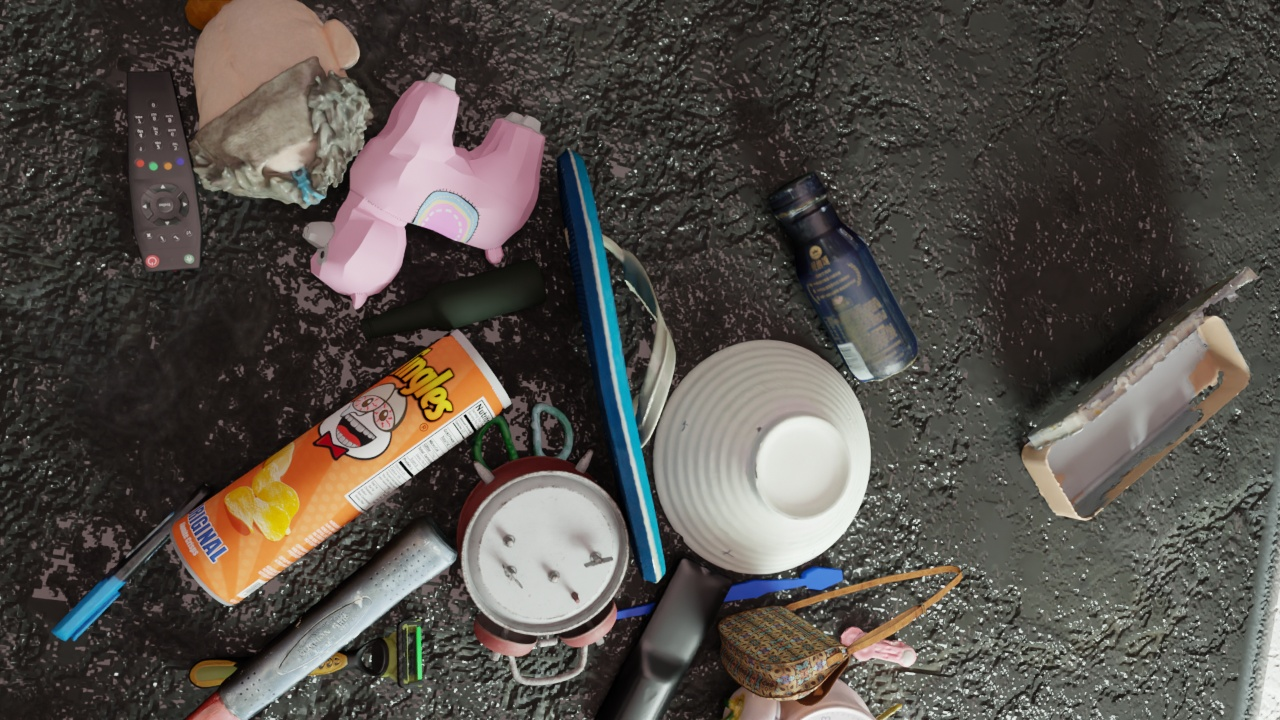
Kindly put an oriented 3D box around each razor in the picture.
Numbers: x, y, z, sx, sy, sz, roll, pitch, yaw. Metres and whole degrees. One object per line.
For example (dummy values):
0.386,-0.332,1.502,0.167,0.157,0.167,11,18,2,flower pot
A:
-0.217,0.198,0.600,0.144,0.021,0.044,-1,74,-16,razor

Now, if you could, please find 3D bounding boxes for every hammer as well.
-0.257,0.204,0.562,0.326,0.036,0.140,-38,103,-5,hammer

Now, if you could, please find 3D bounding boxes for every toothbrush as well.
0.063,0.175,0.686,0.186,0.011,0.016,-7,92,-12,toothbrush

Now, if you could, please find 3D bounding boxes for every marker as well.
-0.315,0.125,0.574,0.015,0.018,0.123,46,79,-17,marker

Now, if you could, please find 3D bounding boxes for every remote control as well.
0.017,0.212,0.661,0.045,0.021,0.140,28,88,-15,remote control
-0.301,-0.119,0.578,0.039,0.010,0.124,-6,92,-15,remote control

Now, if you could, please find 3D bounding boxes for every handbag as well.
0.154,0.193,0.673,0.195,0.093,0.043,-16,101,-20,handbag

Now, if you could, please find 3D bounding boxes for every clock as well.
0.111,0.293,0.673,0.158,0.059,0.116,8,88,-15,clock
-0.064,0.143,0.613,0.109,0.062,0.157,-5,98,-15,clock

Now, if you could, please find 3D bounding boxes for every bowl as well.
0.103,0.073,0.662,0.177,0.071,0.177,0,90,-15,bowl

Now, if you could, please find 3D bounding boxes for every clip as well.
0.186,0.222,0.705,0.059,0.039,0.022,15,83,-19,clip

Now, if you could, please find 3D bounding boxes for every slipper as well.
-0.004,0.004,0.610,0.060,0.118,0.295,-11,98,-2,slipper

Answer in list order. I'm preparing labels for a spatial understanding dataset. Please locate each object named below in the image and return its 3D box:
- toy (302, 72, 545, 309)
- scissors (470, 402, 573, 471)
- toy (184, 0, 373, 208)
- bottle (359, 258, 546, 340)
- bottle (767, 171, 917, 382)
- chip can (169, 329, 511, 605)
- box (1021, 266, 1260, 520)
-0.138,-0.102,0.595,0.123,0.067,0.157,23,98,-27,toy
-0.065,0.092,0.648,0.078,0.013,0.132,-24,100,-16,scissors
-0.231,-0.175,0.567,0.133,0.076,0.176,-23,84,14,toy
-0.126,-0.038,0.617,0.122,0.033,0.033,-17,95,-14,bottle
0.148,-0.062,0.680,0.056,0.056,0.161,-32,99,-13,bottle
-0.186,0.065,0.585,0.210,0.062,0.062,-36,100,-12,chip can
0.414,0.028,0.737,0.217,0.094,0.121,-35,103,-12,box
